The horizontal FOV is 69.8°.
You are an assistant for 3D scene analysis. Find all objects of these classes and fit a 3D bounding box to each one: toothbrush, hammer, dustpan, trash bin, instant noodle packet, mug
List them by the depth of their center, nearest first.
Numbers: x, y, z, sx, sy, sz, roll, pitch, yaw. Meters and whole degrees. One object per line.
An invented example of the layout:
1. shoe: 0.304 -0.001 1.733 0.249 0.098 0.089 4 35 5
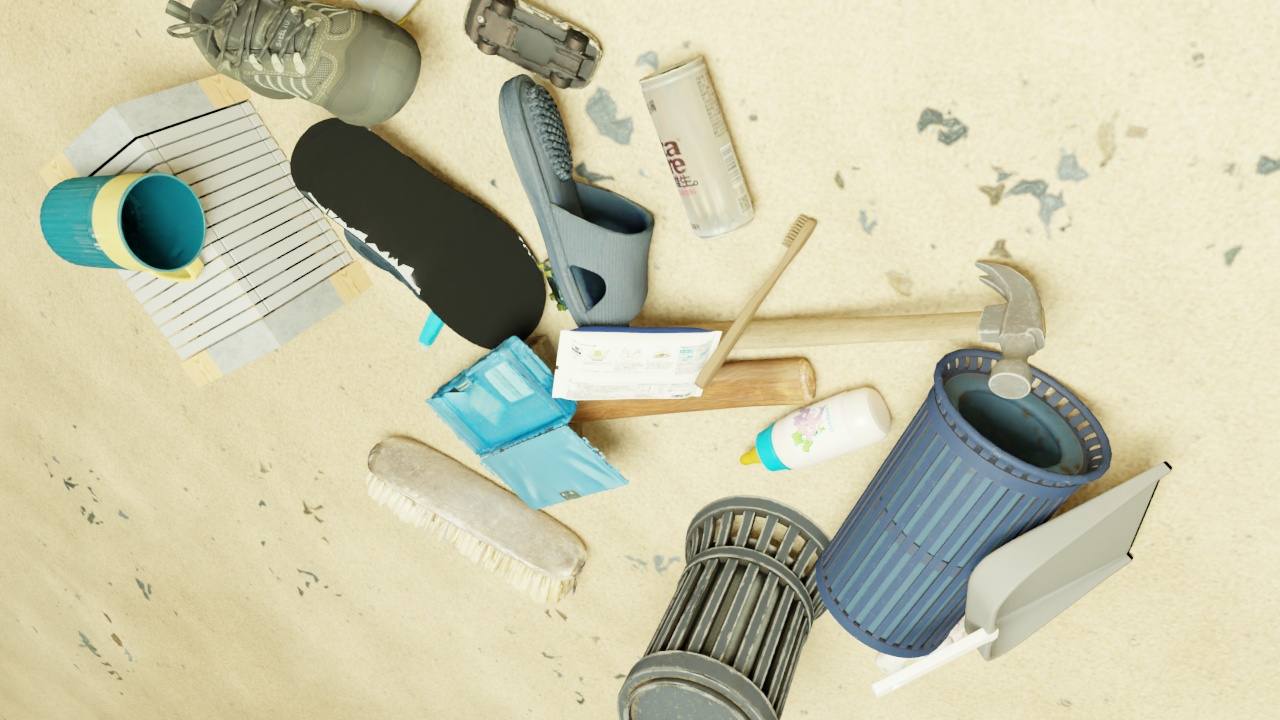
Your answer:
1. dustpan: 0.288 0.185 0.707 0.257 0.033 0.163 -26 141 -2
2. hammer: 0.154 -0.021 0.746 0.332 0.119 0.031 -3 136 37
3. trash bin: 0.249 0.129 0.757 0.139 0.138 0.250 27 128 8
4. toothbrush: 0.093 -0.047 0.758 0.016 0.016 0.167 36 100 20
5. instant noodle packet: -0.005 0.005 0.780 0.134 0.026 0.087 0 140 -11
6. mug: -0.438 -0.108 0.796 0.107 0.083 0.114 3 147 24
7. trash bin: 0.083 0.260 0.852 0.164 0.226 0.164 11 122 18
8. hammer: 0.021 0.038 0.870 0.301 0.037 0.158 -7 115 28
9. trash bin: -0.422 -0.129 0.910 0.143 0.142 0.247 -20 109 32

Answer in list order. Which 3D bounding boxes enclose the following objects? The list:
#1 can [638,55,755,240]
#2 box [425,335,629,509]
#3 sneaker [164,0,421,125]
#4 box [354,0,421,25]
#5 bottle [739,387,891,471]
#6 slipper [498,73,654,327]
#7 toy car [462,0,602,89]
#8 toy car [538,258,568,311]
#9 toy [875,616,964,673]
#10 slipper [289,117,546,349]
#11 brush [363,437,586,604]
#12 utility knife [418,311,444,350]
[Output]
1. can: 0.047 -0.166 0.728 0.054 0.054 0.136 -11 113 29
2. box: -0.117 0.074 0.906 0.174 0.033 0.232 50 149 -10
3. sneaker: -0.293 -0.270 0.742 0.238 0.142 0.101 18 87 33
4. box: -0.186 -0.376 0.732 0.210 0.034 0.129 -33 98 36
5. bottle: 0.149 0.069 0.820 0.147 0.051 0.051 -25 106 34
6. slipper: -0.035 -0.115 0.766 0.083 0.101 0.264 -13 118 17
7. toy car: -0.086 -0.260 0.738 0.112 0.040 0.049 22 128 -13
8. toy car: -0.071 -0.070 0.826 0.027 0.090 0.039 -19 107 -7
9. toy: 0.266 0.267 0.890 0.076 0.037 0.126 46 131 -11
10. slipper: -0.202 -0.118 0.863 0.265 0.083 0.109 39 86 -16
11. brush: -0.182 0.172 1.013 0.271 0.083 0.057 29 125 6
12. utility knife: -0.207 -0.048 0.939 0.022 0.015 0.117 47 130 10
